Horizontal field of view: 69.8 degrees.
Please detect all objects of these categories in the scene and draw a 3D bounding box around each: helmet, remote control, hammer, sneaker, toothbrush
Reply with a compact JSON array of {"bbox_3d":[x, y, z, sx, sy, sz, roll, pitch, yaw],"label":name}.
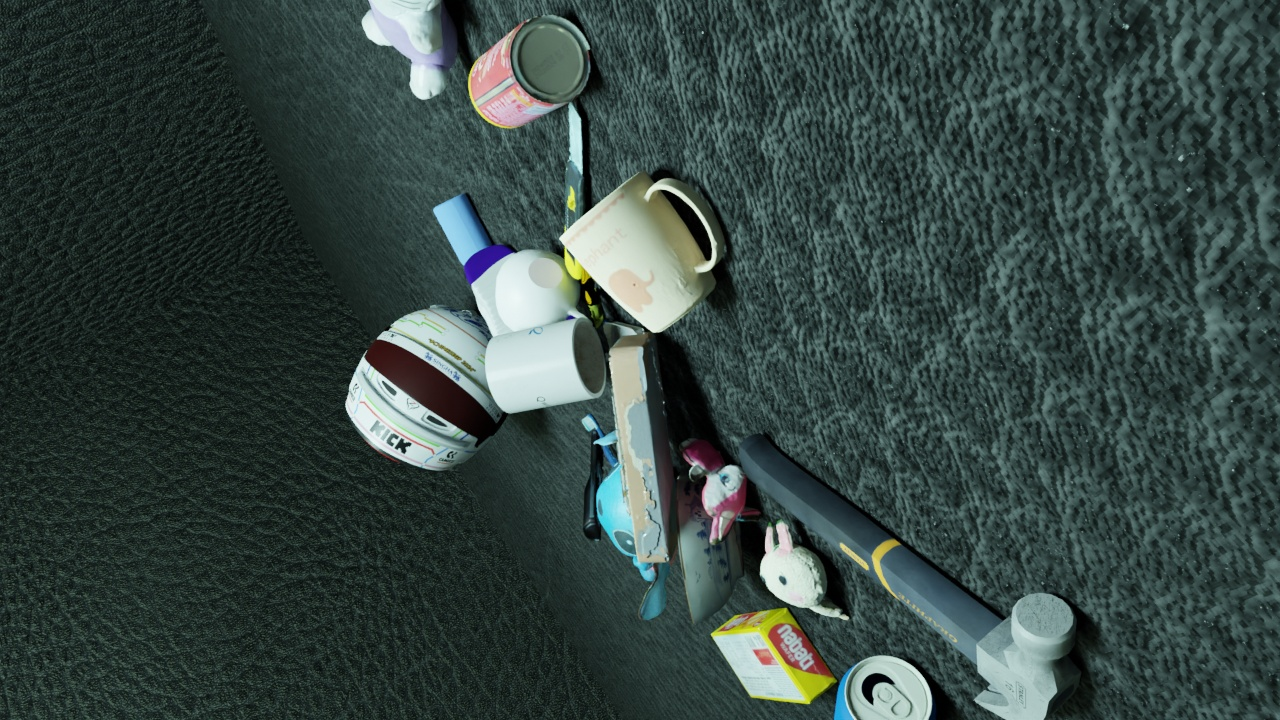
[{"bbox_3d":[-0.308,0.032,1.412,0.231,0.236,0.314,36,176,-4],"label":"helmet"},{"bbox_3d":[-0.058,0.152,1.128,0.045,0.021,0.140,81,-173,-45],"label":"remote control"},{"bbox_3d":[0.176,0.140,0.676,0.312,0.035,0.139,38,154,47],"label":"hammer"},{"bbox_3d":[-0.133,-0.029,1.118,0.244,0.091,0.111,51,161,33],"label":"sneaker"},{"bbox_3d":[-0.038,0.129,1.223,0.132,0.016,0.021,57,162,8],"label":"toothbrush"}]

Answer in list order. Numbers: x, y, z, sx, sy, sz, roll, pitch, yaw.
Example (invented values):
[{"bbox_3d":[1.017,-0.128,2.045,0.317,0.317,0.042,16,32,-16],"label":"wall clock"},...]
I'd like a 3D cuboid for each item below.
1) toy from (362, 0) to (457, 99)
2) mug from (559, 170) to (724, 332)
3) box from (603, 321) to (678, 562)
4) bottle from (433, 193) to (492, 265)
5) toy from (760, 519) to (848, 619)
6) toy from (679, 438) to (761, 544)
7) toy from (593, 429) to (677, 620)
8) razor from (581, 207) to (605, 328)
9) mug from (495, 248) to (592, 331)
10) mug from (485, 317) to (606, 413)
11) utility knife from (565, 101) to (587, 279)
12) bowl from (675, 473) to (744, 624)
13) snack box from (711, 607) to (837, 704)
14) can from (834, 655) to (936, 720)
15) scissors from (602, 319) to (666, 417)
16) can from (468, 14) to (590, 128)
[{"bbox_3d":[-0.215,-0.346,0.845,0.137,0.085,0.210,52,162,13],"label":"toy"},{"bbox_3d":[0.012,-0.085,0.691,0.112,0.085,0.104,-32,99,43],"label":"mug"},{"bbox_3d":[-0.001,0.076,0.903,0.157,0.071,0.217,-147,47,-70],"label":"box"},{"bbox_3d":[-0.222,-0.151,1.211,0.131,0.048,0.048,64,161,-13],"label":"bottle"},{"bbox_3d":[0.142,0.195,0.829,0.112,0.050,0.087,64,162,1],"label":"toy"},{"bbox_3d":[0.076,0.116,0.865,0.050,0.065,0.102,-30,88,39],"label":"toy"},{"bbox_3d":[0.004,0.193,1.079,0.192,0.099,0.223,85,169,-65],"label":"toy"},{"bbox_3d":[-0.048,-0.094,0.895,0.144,0.021,0.044,95,163,-52],"label":"razor"},{"bbox_3d":[-0.097,-0.064,0.978,0.124,0.090,0.076,39,149,2],"label":"mug"},{"bbox_3d":[-0.090,0.007,0.958,0.119,0.096,0.083,10,-110,-70],"label":"mug"},{"bbox_3d":[-0.060,-0.152,0.852,0.029,0.020,0.234,49,158,23],"label":"utility knife"},{"bbox_3d":[0.073,0.186,0.924,0.150,0.057,0.150,-5,-91,-82],"label":"bowl"},{"bbox_3d":[0.144,0.334,1.035,0.092,0.042,0.201,55,161,9],"label":"snack box"},{"bbox_3d":[0.207,0.319,0.793,0.079,0.078,0.146,45,157,36],"label":"can"},{"bbox_3d":[-0.004,0.010,0.967,0.125,0.014,0.130,4,119,66],"label":"scissors"},{"bbox_3d":[-0.091,-0.228,0.735,0.067,0.066,0.124,65,161,-16],"label":"can"}]
